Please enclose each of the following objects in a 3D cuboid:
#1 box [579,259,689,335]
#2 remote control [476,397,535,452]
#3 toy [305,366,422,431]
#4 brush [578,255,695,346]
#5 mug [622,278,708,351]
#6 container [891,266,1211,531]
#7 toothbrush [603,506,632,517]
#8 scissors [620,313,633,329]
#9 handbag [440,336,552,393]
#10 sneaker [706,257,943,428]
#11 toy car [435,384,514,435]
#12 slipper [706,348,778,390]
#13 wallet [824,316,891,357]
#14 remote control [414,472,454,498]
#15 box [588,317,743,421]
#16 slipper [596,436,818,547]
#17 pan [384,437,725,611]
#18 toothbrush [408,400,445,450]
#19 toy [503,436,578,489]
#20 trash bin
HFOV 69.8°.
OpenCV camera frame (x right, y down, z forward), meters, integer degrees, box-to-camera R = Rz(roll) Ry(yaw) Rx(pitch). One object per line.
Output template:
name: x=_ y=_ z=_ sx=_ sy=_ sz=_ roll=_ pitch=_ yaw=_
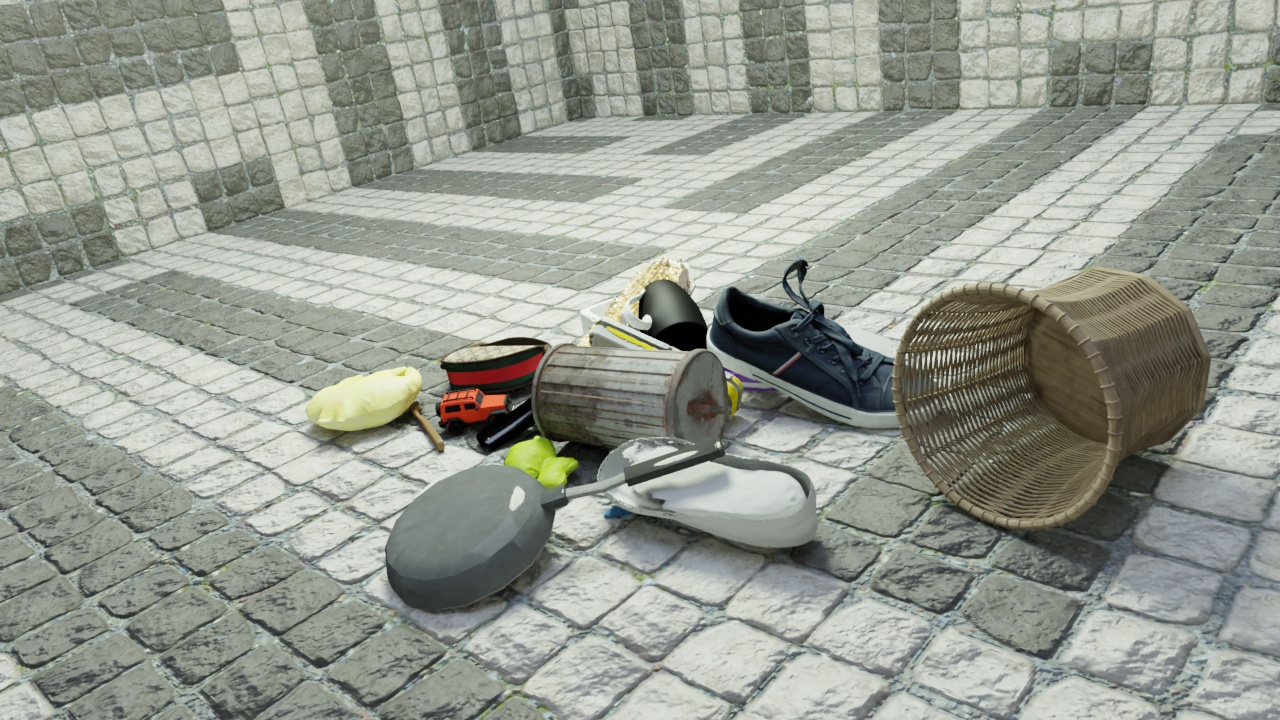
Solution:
box: x=0.001 y=-0.077 z=1.416 sx=0.190 sy=0.083 sz=0.111 roll=-37 pitch=34 yaw=-19
remote control: x=-0.140 y=0.063 z=1.163 sx=0.151 sy=0.020 sz=0.041 roll=-35 pitch=41 yaw=-10
toy: x=-0.389 y=0.055 z=1.272 sx=0.171 sy=0.065 sz=0.154 roll=-8 pitch=24 yaw=19
brush: x=-0.016 y=-0.046 z=1.282 sx=0.083 sy=0.057 sz=0.270 roll=8 pitch=47 yaw=41
mug: x=0.024 y=-0.059 z=1.194 sx=0.118 sy=0.085 sz=0.100 roll=16 pitch=38 yaw=-34
container: x=0.392 y=0.022 z=0.867 sx=0.195 sy=0.227 sz=0.227 roll=-16 pitch=23 yaw=-32
toothbrush: x=0.042 y=0.141 z=0.969 sx=0.166 sy=0.014 sz=0.016 roll=-12 pitch=23 yaw=-4
scissors: x=-0.024 y=0.011 z=1.185 sx=0.131 sy=0.013 sz=0.169 roll=-32 pitch=64 yaw=-11
handbag: x=-0.209 y=0.000 z=1.339 sx=0.167 sy=0.063 sz=0.138 roll=-4 pitch=18 yaw=27
sneaker: x=0.217 y=-0.022 z=1.078 sx=0.295 sy=0.127 sz=0.120 roll=23 pitch=48 yaw=21
toy car: x=-0.217 y=0.063 z=1.205 sx=0.100 sy=0.049 sz=0.051 roll=-8 pitch=23 yaw=2
slipper: x=0.112 y=-0.027 z=1.242 sx=0.267 sy=0.084 sz=0.107 roll=7 pitch=28 yaw=33
wallet: x=0.267 y=-0.016 z=1.190 sx=0.116 sy=0.032 sz=0.086 roll=21 pitch=31 yaw=8
remote control: x=-0.181 y=0.153 z=1.010 sx=0.139 sy=0.025 sz=0.060 roll=4 pitch=26 yaw=29
box: x=0.028 y=0.011 z=1.133 sx=0.209 sy=0.064 sz=0.033 roll=26 pitch=55 yaw=21
slipper: x=0.063 y=0.129 z=0.910 sx=0.247 sy=0.075 sz=0.112 roll=7 pitch=36 yaw=35
pan: x=-0.090 y=0.136 z=0.903 sx=0.357 sy=0.041 sz=0.178 roll=-19 pitch=31 yaw=5
toothbrush: x=-0.286 y=0.085 z=1.225 sx=0.016 sy=0.016 sz=0.167 roll=-19 pitch=24 yaw=-21
toy: x=-0.115 y=0.120 z=1.052 sx=0.094 sy=0.036 sz=0.094 roll=6 pitch=33 yaw=20
trash bin: x=-0.006 y=0.046 z=1.060 sx=0.211 sy=0.131 sz=0.130 roll=5 pitch=27 yaw=32
